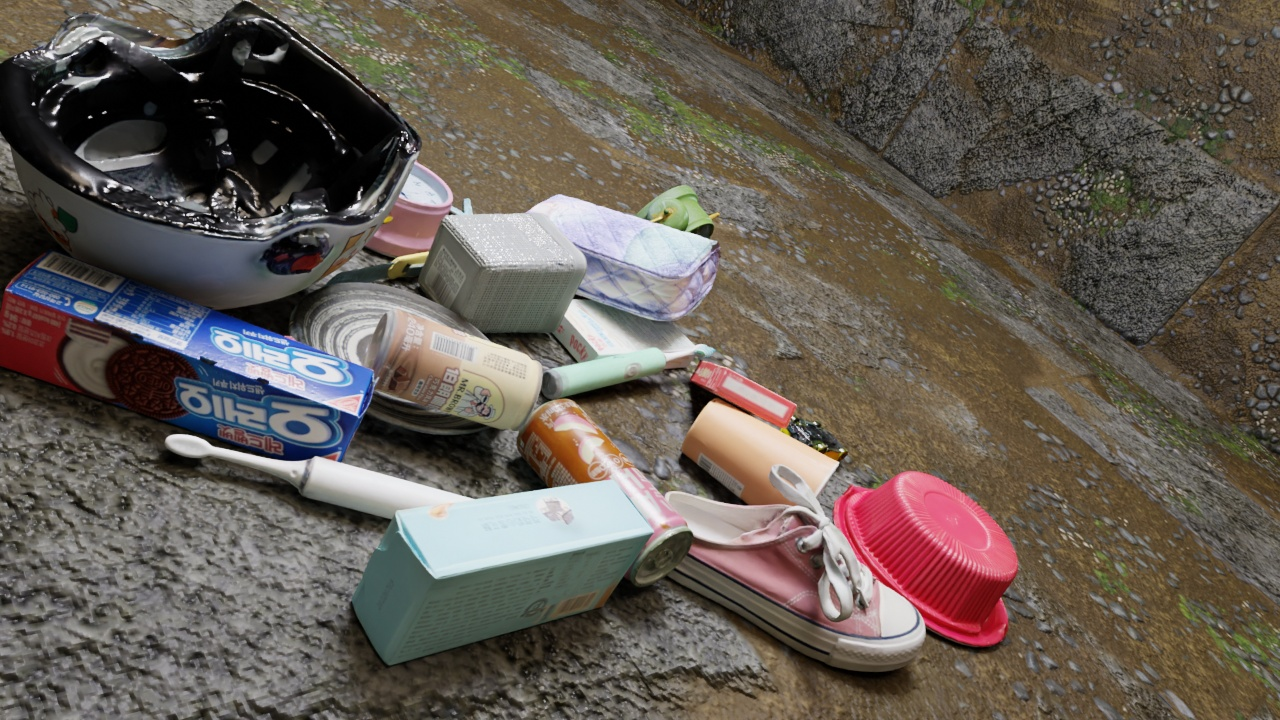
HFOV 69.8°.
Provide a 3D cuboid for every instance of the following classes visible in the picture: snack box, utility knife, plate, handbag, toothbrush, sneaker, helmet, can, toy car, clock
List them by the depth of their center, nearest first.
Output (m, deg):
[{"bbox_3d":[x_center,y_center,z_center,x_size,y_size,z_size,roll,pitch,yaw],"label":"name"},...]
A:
[{"bbox_3d":[-0.077,0.122,0.551,0.174,0.074,0.051,-1,40,-48],"label":"snack box"},{"bbox_3d":[-0.273,0.004,0.566,0.207,0.058,0.057,22,28,-18],"label":"snack box"},{"bbox_3d":[-0.178,0.080,0.571,0.221,0.026,0.026,20,-10,-22],"label":"toothbrush"},{"bbox_3d":[-0.300,-0.125,0.653,0.230,0.157,0.273,38,41,7],"label":"helmet"},{"bbox_3d":[-0.133,0.008,0.653,0.116,0.059,0.058,20,28,-25],"label":"can"},{"bbox_3d":[-0.028,0.092,0.664,0.057,0.058,0.147,-3,39,-49],"label":"can"},{"bbox_3d":[0.122,0.153,0.693,0.241,0.088,0.118,26,26,-8],"label":"sneaker"},{"bbox_3d":[-0.182,0.002,0.707,0.179,0.024,0.179,26,26,-14],"label":"plate"},{"bbox_3d":[-0.202,-0.088,0.836,0.022,0.031,0.220,45,31,20],"label":"utility knife"},{"bbox_3d":[-0.005,0.005,0.861,0.027,0.026,0.223,19,21,38],"label":"toothbrush"},{"bbox_3d":[0.094,0.030,0.877,0.075,0.025,0.153,28,0,-5],"label":"snack box"},{"bbox_3d":[-0.247,-0.163,0.882,0.117,0.060,0.158,-3,40,-50],"label":"clock"},{"bbox_3d":[-0.018,-0.026,0.924,0.156,0.027,0.084,-3,43,-49],"label":"snack box"},{"bbox_3d":[0.175,0.085,0.934,0.048,0.032,0.105,48,19,30],"label":"toy car"},{"bbox_3d":[-0.026,-0.107,0.952,0.194,0.076,0.133,21,33,15],"label":"handbag"},{"bbox_3d":[0.025,-0.147,1.085,0.056,0.116,0.160,50,28,13],"label":"clock"}]

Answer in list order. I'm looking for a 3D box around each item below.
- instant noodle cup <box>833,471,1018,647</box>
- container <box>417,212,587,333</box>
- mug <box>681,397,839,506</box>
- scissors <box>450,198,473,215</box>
[{"bbox_3d":[0.277,0.170,0.858,0.193,0.066,0.193,24,27,-13],"label":"instant noodle cup"},{"bbox_3d":[-0.128,-0.079,0.832,0.114,0.090,0.090,-8,45,-48],"label":"container"},{"bbox_3d":[0.101,0.090,0.805,0.123,0.078,0.078,32,26,14],"label":"mug"},{"bbox_3d":[-0.175,-0.145,0.981,0.130,0.017,0.133,18,26,-21],"label":"scissors"}]
